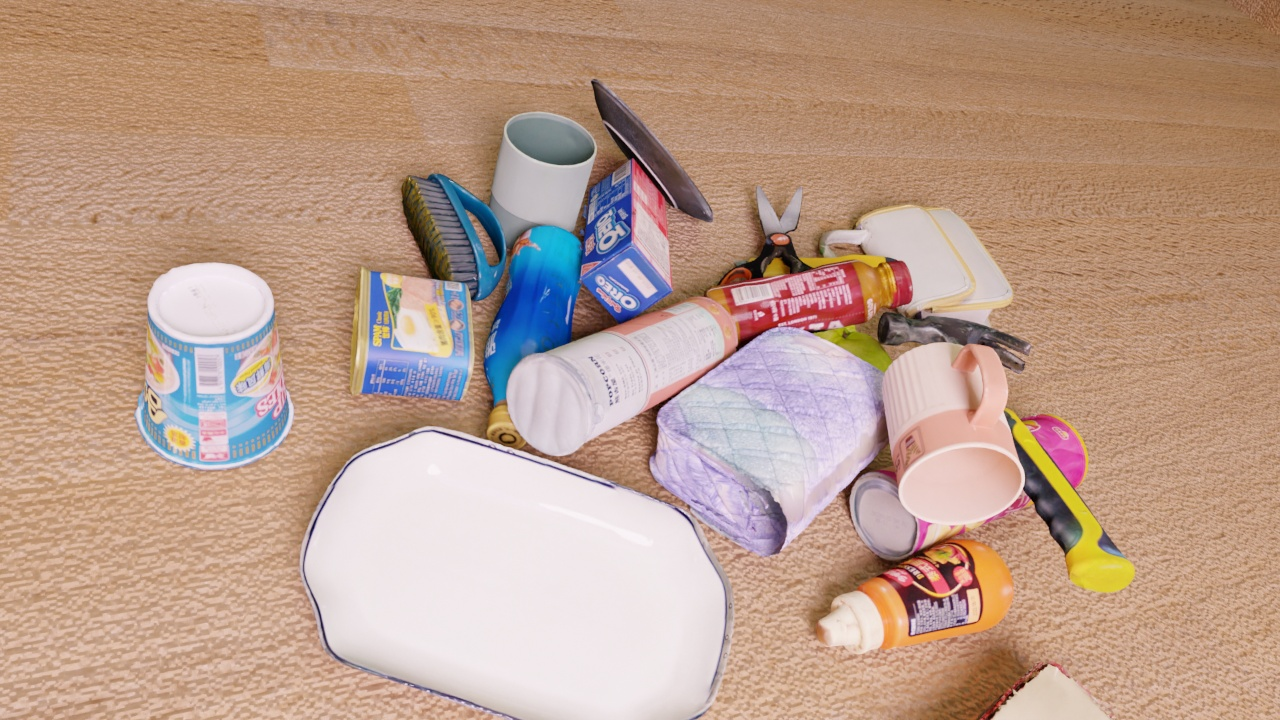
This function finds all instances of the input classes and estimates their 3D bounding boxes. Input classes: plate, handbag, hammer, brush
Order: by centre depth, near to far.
[{"bbox_3d":[-0.073,0.140,0.569,0.265,0.034,0.161,19,55,-5],"label":"plate"},{"bbox_3d":[0.108,0.056,0.712,0.134,0.076,0.193,31,44,29],"label":"handbag"},{"bbox_3d":[0.292,0.054,0.721,0.126,0.032,0.322,4,32,-7],"label":"hammer"},{"bbox_3d":[-0.155,-0.108,0.788,0.073,0.055,0.143,-10,51,-29],"label":"brush"},{"bbox_3d":[0.006,-0.198,0.900,0.179,0.024,0.179,47,3,-4],"label":"plate"},{"bbox_3d":[0.279,-0.101,0.960,0.178,0.063,0.163,1,45,-16],"label":"handbag"}]

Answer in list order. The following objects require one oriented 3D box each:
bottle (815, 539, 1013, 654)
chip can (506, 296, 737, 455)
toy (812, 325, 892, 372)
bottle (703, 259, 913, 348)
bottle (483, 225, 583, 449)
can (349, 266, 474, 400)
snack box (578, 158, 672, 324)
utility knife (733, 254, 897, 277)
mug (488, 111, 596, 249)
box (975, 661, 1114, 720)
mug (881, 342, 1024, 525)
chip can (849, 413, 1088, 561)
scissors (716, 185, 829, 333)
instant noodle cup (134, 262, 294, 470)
[{"bbox_3d":[0.189,0.172,0.648,0.149,0.067,0.066,-11,52,-22],"label":"bottle"},{"bbox_3d":[-0.004,0.004,0.692,0.071,0.071,0.214,40,33,18],"label":"chip can"},{"bbox_3d":[0.193,-0.007,0.847,0.100,0.031,0.096,26,45,10],"label":"toy"},{"bbox_3d":[0.145,-0.052,0.798,0.175,0.057,0.057,-11,47,1],"label":"bottle"},{"bbox_3d":[-0.086,-0.021,0.721,0.065,0.065,0.218,15,43,-8],"label":"bottle"},{"bbox_3d":[-0.173,-0.019,0.692,0.083,0.057,0.102,6,45,-20],"label":"can"},{"bbox_3d":[-0.012,-0.110,0.801,0.058,0.057,0.207,49,19,-24],"label":"snack box"},{"bbox_3d":[0.177,-0.092,0.917,0.168,0.015,0.033,1,51,1],"label":"utility knife"},{"bbox_3d":[-0.085,-0.162,0.834,0.082,0.107,0.111,32,44,11],"label":"mug"},{"bbox_3d":[0.232,0.262,0.558,0.168,0.077,0.091,-22,57,-36],"label":"box"},{"bbox_3d":[0.221,0.039,0.646,0.081,0.115,0.105,8,43,-3],"label":"mug"},{"bbox_3d":[0.268,0.099,0.741,0.210,0.072,0.071,-12,52,-31],"label":"chip can"},{"bbox_3d":[0.126,-0.105,0.901,0.197,0.022,0.227,-18,49,-17],"label":"scissors"},{"bbox_3d":[-0.274,0.000,0.591,0.099,0.110,0.099,12,44,-12],"label":"instant noodle cup"}]
